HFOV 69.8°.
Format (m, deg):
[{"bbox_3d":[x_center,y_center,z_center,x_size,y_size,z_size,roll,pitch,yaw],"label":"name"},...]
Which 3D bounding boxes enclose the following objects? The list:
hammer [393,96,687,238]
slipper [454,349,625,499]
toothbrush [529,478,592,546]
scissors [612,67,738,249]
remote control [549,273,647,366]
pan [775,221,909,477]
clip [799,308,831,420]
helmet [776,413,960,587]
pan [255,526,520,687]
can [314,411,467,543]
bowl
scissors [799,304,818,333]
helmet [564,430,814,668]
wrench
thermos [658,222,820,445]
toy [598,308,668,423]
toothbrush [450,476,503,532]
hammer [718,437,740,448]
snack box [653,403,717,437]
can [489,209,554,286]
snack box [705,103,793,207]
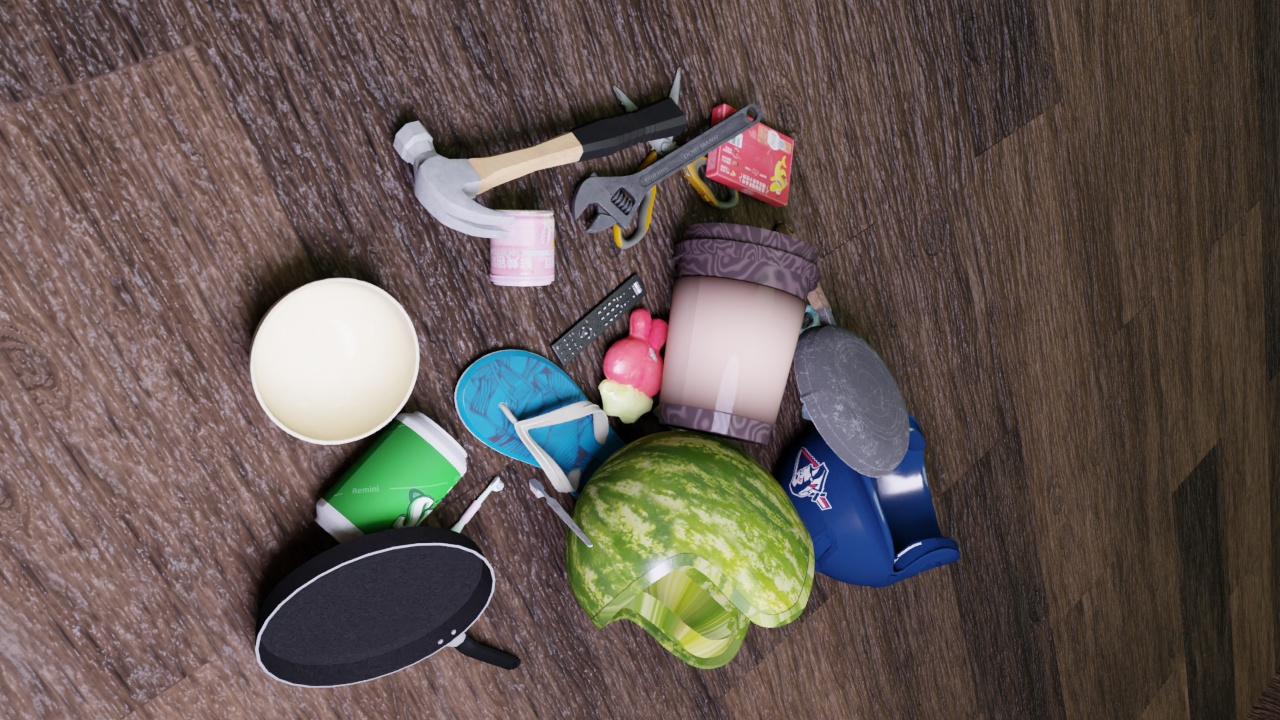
[{"bbox_3d":[-0.081,-0.217,0.944,0.327,0.039,0.131,-27,75,-35],"label":"hammer"},{"bbox_3d":[-0.081,0.089,1.032,0.295,0.060,0.118,45,69,-34],"label":"slipper"},{"bbox_3d":[-0.085,0.161,0.965,0.010,0.181,0.010,-12,109,-22],"label":"toothbrush"},{"bbox_3d":[0.037,-0.227,1.080,0.229,0.016,0.225,18,87,-37],"label":"scissors"},{"bbox_3d":[-0.047,-0.048,1.058,0.139,0.009,0.030,-43,121,-22],"label":"remote control"},{"bbox_3d":[0.243,-0.027,1.142,0.207,0.040,0.356,2,64,-47],"label":"pan"},{"bbox_3d":[0.215,0.017,1.257,0.164,0.032,0.166,-27,116,-30],"label":"clip"},{"bbox_3d":[0.285,0.177,1.215,0.223,0.231,0.273,-11,140,7],"label":"helmet"},{"bbox_3d":[-0.225,0.268,0.935,0.225,0.034,0.356,-36,143,6],"label":"pan"},{"bbox_3d":[-0.242,0.124,0.898,0.139,0.088,0.088,-50,124,-18],"label":"can"},{"bbox_3d":[-0.289,-0.004,0.844,0.150,0.075,0.151,-9,105,-35],"label":"bowl"},{"bbox_3d":[0.173,-0.054,1.201,0.133,0.011,0.140,-32,103,-19],"label":"scissors"},{"bbox_3d":[0.045,0.192,0.994,0.247,0.214,0.242,21,54,-9],"label":"helmet"},{"bbox_3d":[0.035,-0.225,1.047,0.272,0.018,0.073,-35,109,-19],"label":"wrench"},{"bbox_3d":[0.105,-0.026,1.059,0.172,0.173,0.226,16,83,-38],"label":"thermos"},{"bbox_3d":[-0.006,0.006,1.076,0.091,0.045,0.135,22,81,-42],"label":"toy"},{"bbox_3d":[-0.201,0.188,0.988,0.154,0.015,0.022,-50,158,-18],"label":"toothbrush"},{"bbox_3d":[0.101,0.164,1.178,0.176,0.080,0.326,9,89,-38],"label":"hammer"},{"bbox_3d":[0.094,0.035,1.144,0.082,0.026,0.149,41,73,1],"label":"snack box"},{"bbox_3d":[-0.123,-0.117,0.950,0.067,0.067,0.076,-6,102,-36],"label":"can"},{"bbox_3d":[0.137,-0.251,1.132,0.132,0.021,0.089,13,80,-41],"label":"snack box"}]
